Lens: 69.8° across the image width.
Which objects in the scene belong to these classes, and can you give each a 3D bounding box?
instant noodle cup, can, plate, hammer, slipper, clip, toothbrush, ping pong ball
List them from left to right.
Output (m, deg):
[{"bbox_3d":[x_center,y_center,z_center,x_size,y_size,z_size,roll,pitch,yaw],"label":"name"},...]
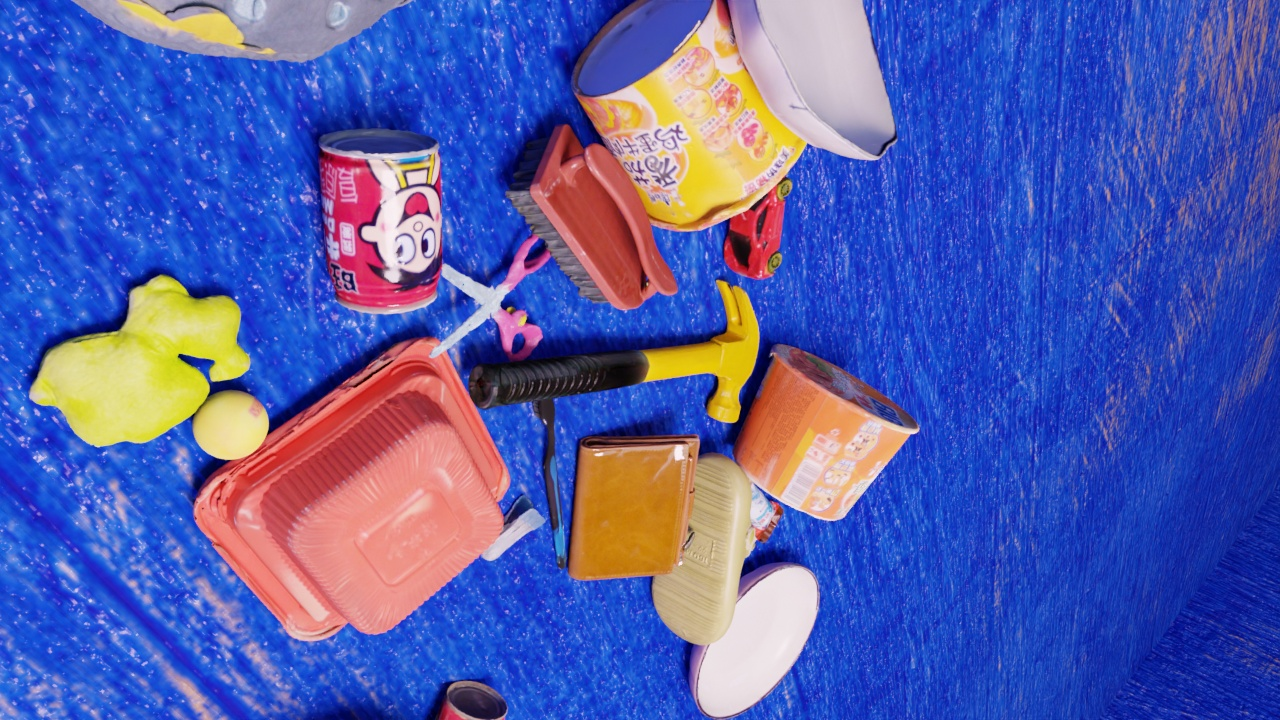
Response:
[{"bbox_3d":[-0.237,0.037,0.530,0.040,0.040,0.040,-21,125,-34],"label":"ping pong ball"},{"bbox_3d":[-0.169,0.096,0.598,0.188,0.079,0.165,-39,133,-20],"label":"instant noodle cup"},{"bbox_3d":[-0.148,-0.081,0.529,0.066,0.066,0.094,-16,122,-37],"label":"can"},{"bbox_3d":[-0.157,0.337,0.757,0.053,0.053,0.133,13,103,-46],"label":"can"},{"bbox_3d":[-0.104,0.135,0.723,0.058,0.043,0.027,-39,136,-11],"label":"clip"},{"bbox_3d":[-0.072,0.099,0.741,0.014,0.016,0.190,-33,134,-38],"label":"toothbrush"},{"bbox_3d":[-0.004,0.004,0.721,0.300,0.033,0.129,-8,115,-46],"label":"hammer"},{"bbox_3d":[0.029,-0.172,0.604,0.138,0.138,0.110,-51,128,-10],"label":"instant noodle cup"},{"bbox_3d":[0.073,0.175,0.861,0.081,0.092,0.191,-8,114,-44],"label":"slipper"},{"bbox_3d":[0.119,0.300,1.005,0.192,0.039,0.193,-21,125,-34],"label":"plate"},{"bbox_3d":[0.097,-0.242,0.595,0.161,0.034,0.265,17,58,-46],"label":"plate"},{"bbox_3d":[0.162,0.069,0.851,0.151,0.151,0.111,13,110,-46],"label":"instant noodle cup"}]

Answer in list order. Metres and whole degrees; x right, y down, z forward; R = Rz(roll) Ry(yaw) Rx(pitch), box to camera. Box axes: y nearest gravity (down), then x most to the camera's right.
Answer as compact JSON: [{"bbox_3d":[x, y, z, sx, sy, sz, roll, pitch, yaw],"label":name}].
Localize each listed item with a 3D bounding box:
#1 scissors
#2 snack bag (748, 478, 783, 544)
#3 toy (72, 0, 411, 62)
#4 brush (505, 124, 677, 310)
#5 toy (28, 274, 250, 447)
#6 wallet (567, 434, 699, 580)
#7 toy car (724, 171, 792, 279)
[{"bbox_3d":[-0.094,-0.045,0.619,0.130,0.017,0.133,-63,153,-6],"label":"scissors"},{"bbox_3d":[0.113,0.144,0.925,0.048,0.026,0.104,-58,139,-20],"label":"snack bag"},{"bbox_3d":[-0.189,-0.206,0.409,0.355,0.091,0.138,-12,107,-41],"label":"toy"},{"bbox_3d":[-0.026,-0.088,0.628,0.146,0.069,0.063,55,41,-45],"label":"brush"},{"bbox_3d":[-0.264,0.004,0.493,0.096,0.031,0.100,22,91,-38],"label":"toy"},{"bbox_3d":[0.001,0.126,0.781,0.119,0.035,0.131,-2,114,-19],"label":"wallet"},{"bbox_3d":[0.093,-0.119,0.747,0.031,0.049,0.106,-16,123,-39],"label":"toy car"}]
